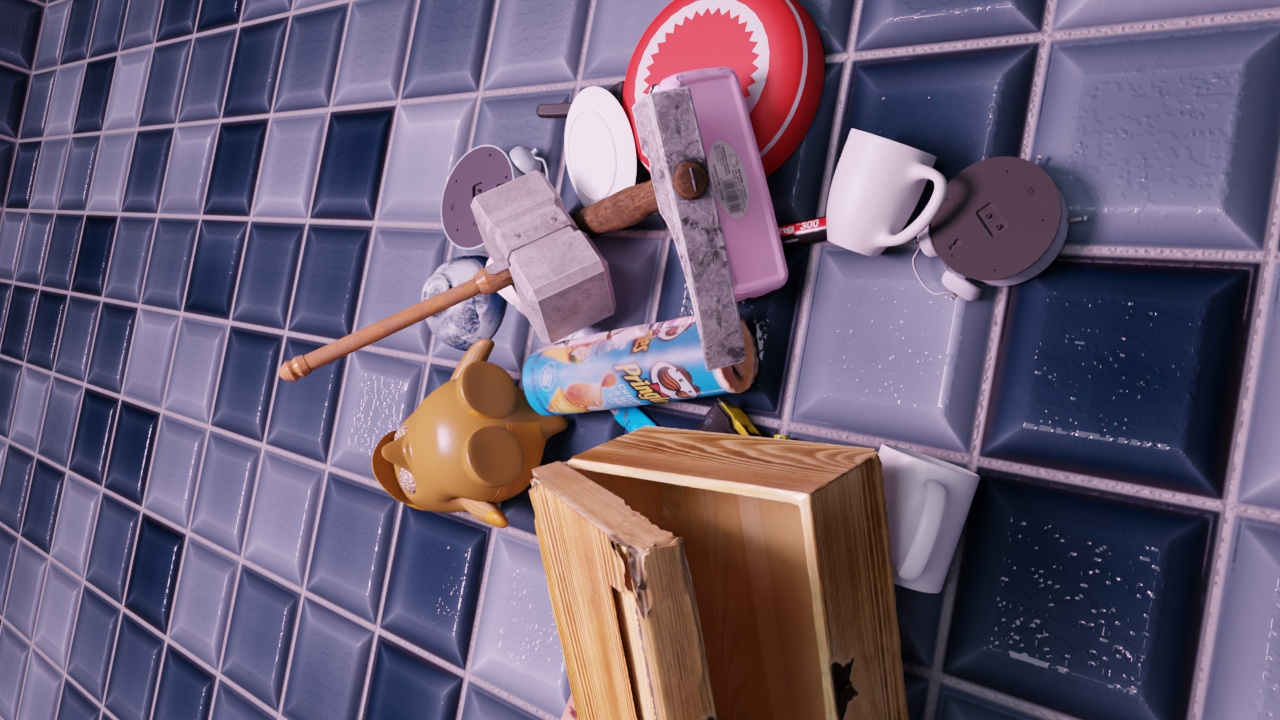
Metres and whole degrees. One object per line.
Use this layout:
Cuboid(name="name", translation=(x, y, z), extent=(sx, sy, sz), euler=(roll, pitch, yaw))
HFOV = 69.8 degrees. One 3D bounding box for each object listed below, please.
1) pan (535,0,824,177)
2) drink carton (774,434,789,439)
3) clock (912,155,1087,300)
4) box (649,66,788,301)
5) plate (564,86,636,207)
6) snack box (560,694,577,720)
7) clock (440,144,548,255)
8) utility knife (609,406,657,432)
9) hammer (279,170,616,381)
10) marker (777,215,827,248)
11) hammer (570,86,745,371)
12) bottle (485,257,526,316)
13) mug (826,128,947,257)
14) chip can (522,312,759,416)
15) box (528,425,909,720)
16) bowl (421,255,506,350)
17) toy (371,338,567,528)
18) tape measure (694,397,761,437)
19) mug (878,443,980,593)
Cuboid(name="pan", translation=(0.013, -0.269, 0.921), extent=(0.357, 0.067, 0.209), euler=(7, 88, 36))
Cuboid(name="drink carton", translation=(0.114, 0.122, 0.766), extent=(0.041, 0.058, 0.122), euler=(-2, 81, 38))
Cuboid(name="clock", translation=(0.265, -0.097, 0.702), extent=(0.123, 0.035, 0.094), euler=(-38, 61, 28))
Cuboid(name="box", translation=(0.054, -0.147, 0.815), extent=(0.095, 0.087, 0.202), euler=(-9, 97, 62))
Cuboid(name="plate", translation=(-0.047, -0.212, 0.944), extent=(0.135, 0.011, 0.135), euler=(30, 127, 48))
Cuboid(name="snack box", translation=(-0.022, 0.322, 0.855), extent=(0.087, 0.034, 0.151), euler=(27, 99, 38))
Cuboid(name="clock", translation=(-0.164, -0.186, 1.052), extent=(0.160, 0.045, 0.122), euler=(-13, 74, 35))
Cuboid(name="utility knife", translation=(0.014, 0.081, 0.883), extent=(0.173, 0.015, 0.031), euler=(43, 103, 37))
Cuboid(name="hammer", translation=(-0.201, -0.054, 0.899), extent=(0.317, 0.083, 0.162), euler=(-26, 54, -11))
Cuboid(name="marker", translation=(0.116, -0.111, 0.830), extent=(0.145, 0.021, 0.023), euler=(-7, 100, 37))
Cuboid(name="hammer", translation=(-0.003, -0.103, 0.842), extent=(0.301, 0.037, 0.218), euler=(-177, 72, -70))
Cuboid(name="bottle", translation=(-0.111, -0.070, 0.985), extent=(0.146, 0.051, 0.051), euler=(39, 106, 36))
Cuboid(name="mug", translation=(0.197, -0.127, 0.732), extent=(0.107, 0.071, 0.089), euler=(42, 117, 54))
Cuboid(name="chip can", translation=(-0.005, 0.005, 0.869), extent=(0.230, 0.079, 0.079), euler=(-9, 76, 35))
Cuboid(name="box", translation=(0.025, 0.209, 0.662), extent=(0.258, 0.214, 0.279), euler=(2, 107, 47))
Cuboid(name="bowl", translation=(-0.215, -0.072, 1.062), extent=(0.115, 0.060, 0.114), euler=(-8, 77, 36))
Cuboid(name="toy", translation=(-0.199, 0.095, 0.967), extent=(0.204, 0.162, 0.198), euler=(-29, 62, 43))
Cuboid(name="tape measure", translation=(0.076, 0.082, 0.816), extent=(0.071, 0.042, 0.072), euler=(-53, 57, 15))
Cuboid(name="mug", translation=(0.200, 0.117, 0.669), extent=(0.074, 0.110, 0.090), euler=(18, 94, 8))
